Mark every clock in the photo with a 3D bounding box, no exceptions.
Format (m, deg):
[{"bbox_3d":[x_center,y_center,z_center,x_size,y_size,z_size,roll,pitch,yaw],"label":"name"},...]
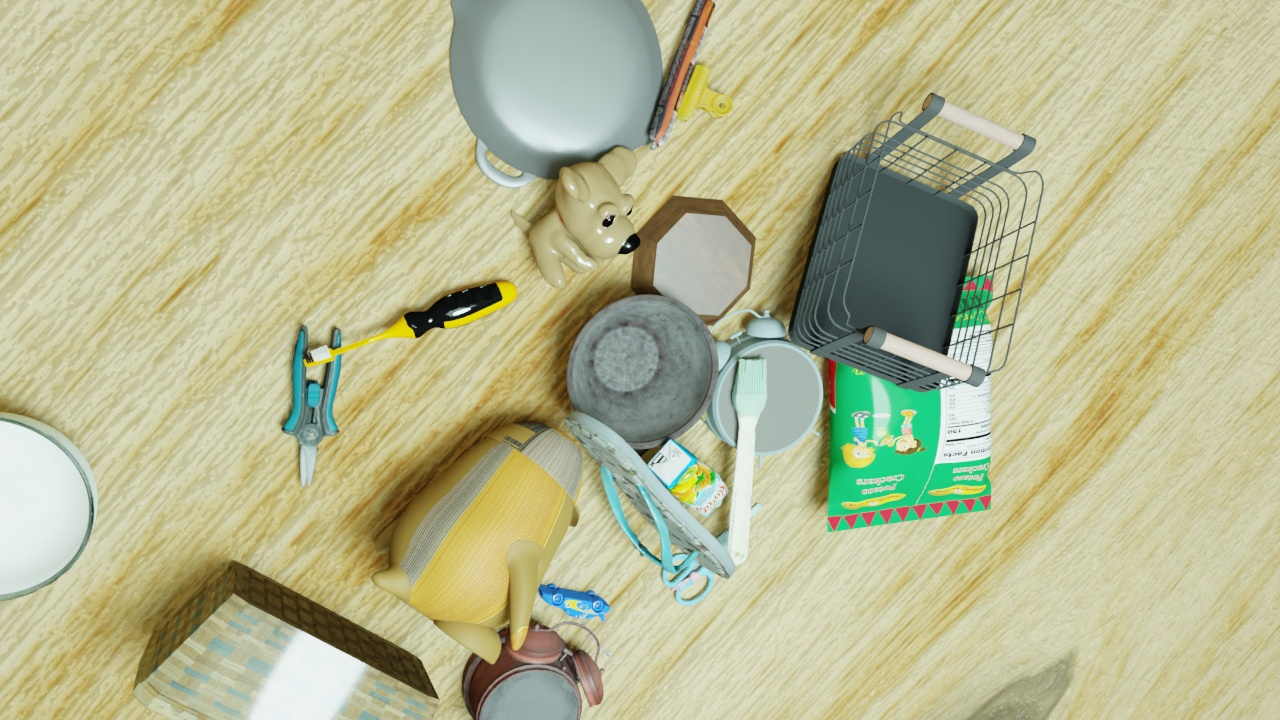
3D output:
[{"bbox_3d":[0.117,0.024,0.923,0.122,0.045,0.159,-29,110,-9],"label":"clock"},{"bbox_3d":[-0.105,0.322,0.911,0.120,0.072,0.157,40,90,-20],"label":"clock"}]

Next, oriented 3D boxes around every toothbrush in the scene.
[{"bbox_3d":[-0.202,-0.032,0.820,0.196,0.031,0.031,-21,150,-15],"label":"toothbrush"}]

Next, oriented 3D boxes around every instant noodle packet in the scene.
[{"bbox_3d":[0.279,0.044,0.949,0.195,0.090,0.253,-5,98,-16],"label":"instant noodle packet"}]

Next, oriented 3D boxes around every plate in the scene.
[{"bbox_3d":[0.056,-0.093,0.888,0.131,0.025,0.131,-4,103,-16],"label":"plate"}]

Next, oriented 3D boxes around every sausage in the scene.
[{"bbox_3d":[0.037,-0.266,0.841,0.020,0.020,0.155,19,91,-19],"label":"sausage"}]

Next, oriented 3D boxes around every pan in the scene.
[{"bbox_3d":[-0.037,-0.312,0.812,0.216,0.024,0.354,30,92,-21],"label":"pan"}]

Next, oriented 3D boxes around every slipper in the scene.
[{"bbox_3d":[0.000,0.142,0.864,0.054,0.098,0.269,-50,129,-16],"label":"slipper"}]

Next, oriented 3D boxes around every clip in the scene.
[{"bbox_3d":[0.064,-0.242,0.852,0.047,0.039,0.053,22,94,-12],"label":"clip"}]

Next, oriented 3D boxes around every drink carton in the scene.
[{"bbox_3d":[0.049,0.116,0.895,0.044,0.038,0.129,-48,149,-2],"label":"drink carton"}]

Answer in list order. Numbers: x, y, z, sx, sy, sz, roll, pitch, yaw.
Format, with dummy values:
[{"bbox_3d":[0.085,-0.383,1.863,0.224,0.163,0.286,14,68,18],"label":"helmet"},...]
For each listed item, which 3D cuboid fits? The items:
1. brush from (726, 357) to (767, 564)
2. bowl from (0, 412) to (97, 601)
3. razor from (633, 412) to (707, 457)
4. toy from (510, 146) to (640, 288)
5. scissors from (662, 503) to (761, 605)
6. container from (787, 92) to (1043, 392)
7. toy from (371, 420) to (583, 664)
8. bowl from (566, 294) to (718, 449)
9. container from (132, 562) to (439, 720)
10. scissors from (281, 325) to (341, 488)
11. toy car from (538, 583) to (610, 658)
[{"bbox_3d":[0.103,0.103,0.907,0.033,0.012,0.218,-2,105,-16],"label":"brush"},{"bbox_3d":[-0.519,0.110,0.741,0.153,0.073,0.153,-4,103,-16],"label":"bowl"},{"bbox_3d":[0.017,0.074,0.914,0.106,0.042,0.026,-40,118,6],"label":"razor"},{"bbox_3d":[-0.053,-0.124,0.814,0.106,0.133,0.108,48,122,0],"label":"toy"},{"bbox_3d":[0.078,0.197,0.972,0.063,0.015,0.138,45,82,-16],"label":"scissors"},{"bbox_3d":[0.256,-0.097,0.846,0.163,0.130,0.241,20,76,-10],"label":"container"},{"bbox_3d":[-0.130,0.150,0.836,0.203,0.199,0.162,-55,141,-19],"label":"toy"},{"bbox_3d":[-0.006,0.005,0.870,0.144,0.067,0.145,-4,103,-16],"label":"bowl"},{"bbox_3d":[-0.322,0.319,0.808,0.250,0.158,0.186,36,79,-20],"label":"container"},{"bbox_3d":[-0.298,0.038,0.817,0.129,0.019,0.137,-40,115,-11],"label":"scissors"},{"bbox_3d":[-0.065,0.265,0.929,0.092,0.033,0.062,15,91,-19],"label":"toy car"}]
